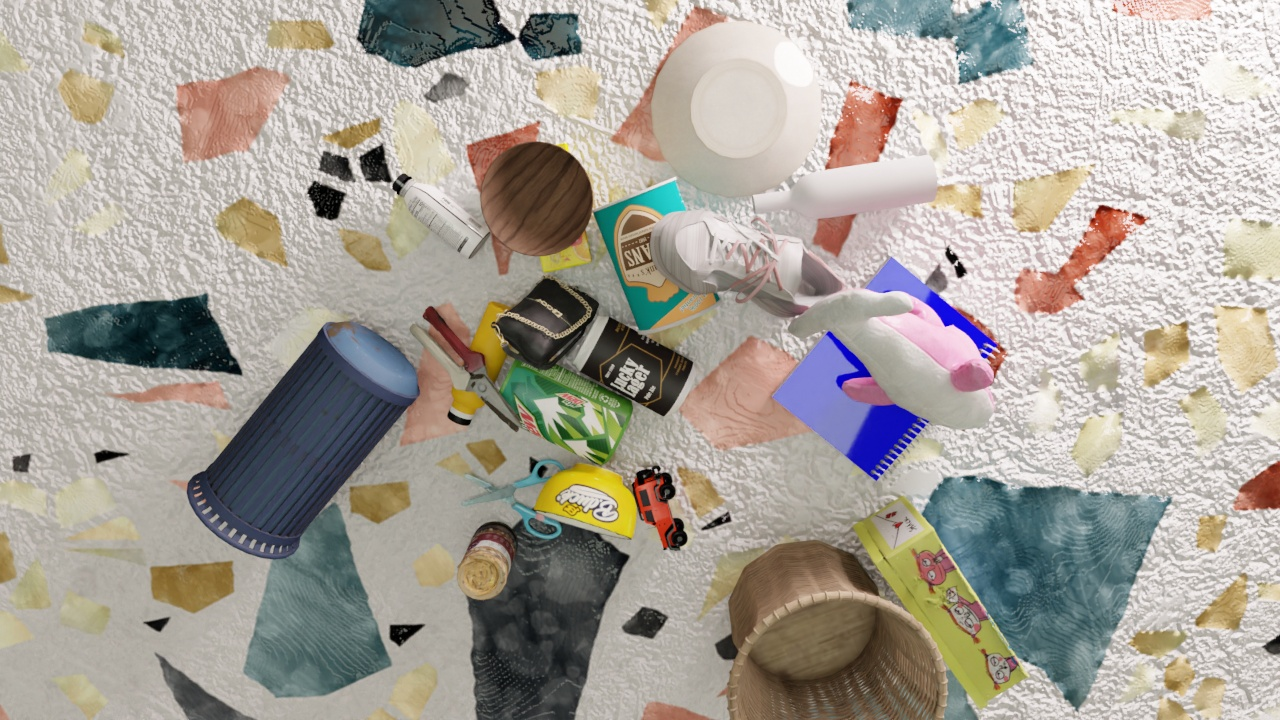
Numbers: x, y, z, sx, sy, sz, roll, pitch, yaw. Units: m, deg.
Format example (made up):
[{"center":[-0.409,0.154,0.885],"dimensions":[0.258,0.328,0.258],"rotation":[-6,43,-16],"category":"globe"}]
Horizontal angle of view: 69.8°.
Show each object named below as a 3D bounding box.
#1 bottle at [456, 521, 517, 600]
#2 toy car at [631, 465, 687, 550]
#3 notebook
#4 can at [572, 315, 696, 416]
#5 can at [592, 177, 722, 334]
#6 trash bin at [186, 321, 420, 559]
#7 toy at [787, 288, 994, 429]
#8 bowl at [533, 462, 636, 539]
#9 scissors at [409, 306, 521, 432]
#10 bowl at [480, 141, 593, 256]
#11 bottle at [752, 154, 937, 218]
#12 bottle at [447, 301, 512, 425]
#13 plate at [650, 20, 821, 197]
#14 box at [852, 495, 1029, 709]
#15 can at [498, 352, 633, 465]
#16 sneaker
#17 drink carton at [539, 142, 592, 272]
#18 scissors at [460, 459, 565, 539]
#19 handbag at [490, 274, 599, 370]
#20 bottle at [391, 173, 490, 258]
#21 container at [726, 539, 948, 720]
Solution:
[{"center":[-0.176,0.231,1.064],"dimensions":[0.056,0.105,0.056],"rotation":[0,100,0],"category":"bottle"},{"center":[0.022,0.176,1.081],"dimensions":[0.049,0.051,0.100],"rotation":[-15,100,0],"category":"toy car"},{"center":[0.285,0.014,1.067],"dimensions":[0.171,0.022,0.209],"rotation":[39,98,-5],"category":"notebook"},{"center":[-0.006,0.006,1.038],"dimensions":[0.128,0.072,0.072],"rotation":[28,99,-5],"category":"can"},{"center":[0.018,-0.114,1.001],"dimensions":[0.099,0.099,0.144],"rotation":[-21,100,4],"category":"can"},{"center":[-0.366,0.082,1.021],"dimensions":[0.139,0.139,0.250],"rotation":[40,97,-7],"category":"trash bin"},{"center":[0.292,-0.019,0.991],"dimensions":[0.265,0.187,0.127],"rotation":[31,63,-28],"category":"toy"},{"center":[-0.057,0.158,1.052],"dimensions":[0.117,0.117,0.067],"rotation":[18,76,-3],"category":"bowl"},{"center":[-0.189,0.005,1.017],"dimensions":[0.189,0.015,0.140],"rotation":[8,82,27],"category":"scissors"},{"center":[-0.109,-0.172,0.980],"dimensions":[0.119,0.032,0.119],"rotation":[0,100,1],"category":"bowl"},{"center":[0.222,-0.186,1.012],"dimensions":[0.195,0.052,0.052],"rotation":[-8,101,2],"category":"bottle"},{"center":[-0.181,0.006,1.052],"dimensions":[0.043,0.043,0.144],"rotation":[24,100,-5],"category":"bottle"},{"center":[0.107,-0.275,1.007],"dimensions":[0.189,0.027,0.189],"rotation":[0,101,0],"category":"plate"},{"center":[0.346,0.279,1.067],"dimensions":[0.079,0.124,0.221],"rotation":[-32,101,6],"category":"box"},{"center":[-0.088,0.053,1.041],"dimensions":[0.144,0.083,0.083],"rotation":[26,99,-5],"category":"can"},{"center":[0.122,-0.103,0.957],"dimensions":[0.235,0.090,0.099],"rotation":[13,77,-35],"category":"sneaker"},{"center":[-0.094,-0.169,1.020],"dimensions":[0.058,0.043,0.134],"rotation":[-12,101,1],"category":"drink carton"},{"center":[-0.144,0.153,1.096],"dimensions":[0.139,0.015,0.118],"rotation":[29,99,-11],"category":"scissors"},{"center":[-0.107,-0.045,1.018],"dimensions":[0.079,0.128,0.054],"rotation":[37,142,9],"category":"handbag"},{"center":[-0.224,-0.164,1.021],"dimensions":[0.116,0.041,0.041],"rotation":[39,98,-7],"category":"bottle"},{"center":[0.203,0.327,1.036],"dimensions":[0.227,0.196,0.227],"rotation":[0,101,0],"category":"container"}]
